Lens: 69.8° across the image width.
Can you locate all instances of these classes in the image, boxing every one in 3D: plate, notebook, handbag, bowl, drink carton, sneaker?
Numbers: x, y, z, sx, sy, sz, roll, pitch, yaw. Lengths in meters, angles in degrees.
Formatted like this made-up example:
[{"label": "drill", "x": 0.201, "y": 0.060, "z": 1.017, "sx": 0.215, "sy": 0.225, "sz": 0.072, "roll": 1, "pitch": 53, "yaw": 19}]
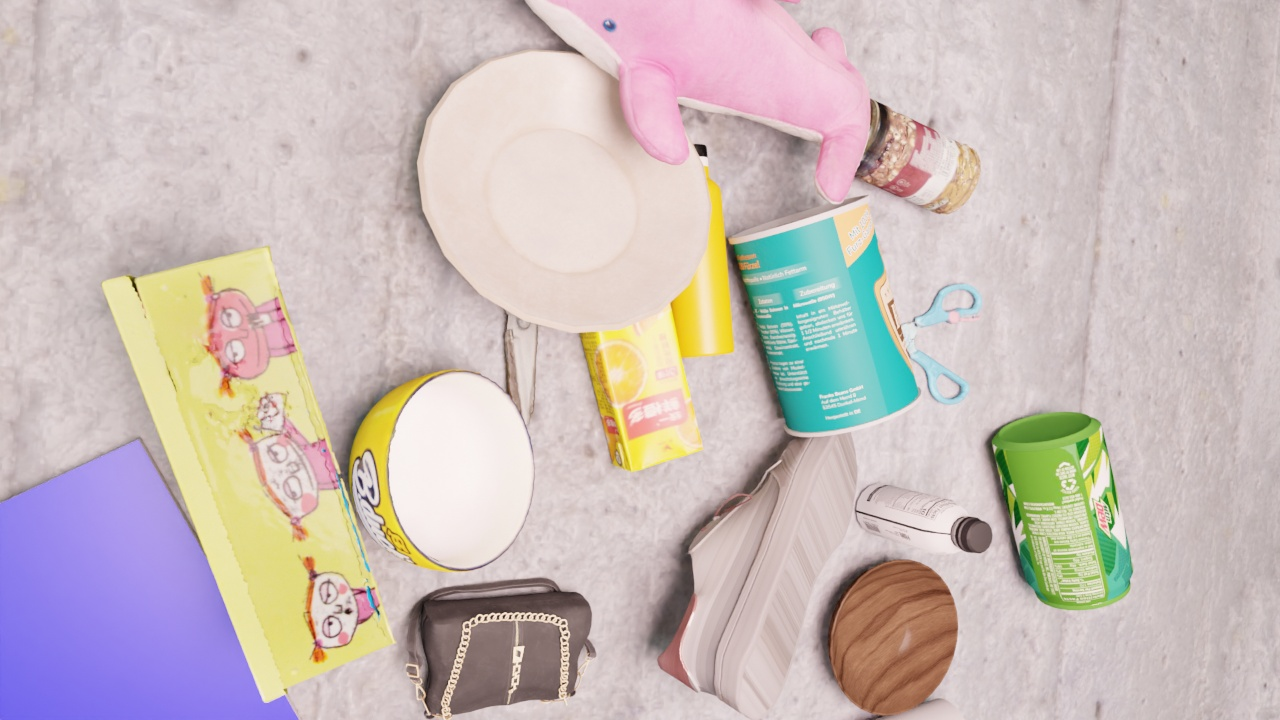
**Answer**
[{"label": "plate", "x": -0.046, "y": -0.105, "z": 0.579, "sx": 0.188, "sy": 0.027, "sz": 0.188, "roll": 6, "pitch": 74, "yaw": -20}, {"label": "notebook", "x": -0.313, "y": 0.176, "z": 0.512, "sx": 0.171, "sy": 0.022, "sz": 0.209, "roll": -28, "pitch": 102, "yaw": -21}, {"label": "handbag", "x": -0.088, "y": 0.190, "z": 0.595, "sx": 0.128, "sy": 0.054, "sz": 0.079, "roll": 2, "pitch": 102, "yaw": -25}, {"label": "bowl", "x": 0.189, "y": 0.211, "z": 0.715, "sx": 0.119, "sy": 0.032, "sz": 0.119, "roll": -1, "pitch": 92, "yaw": -23}, {"label": "drink carton", "x": -0.004, "y": 0.004, "z": 0.623, "sx": 0.058, "sy": 0.043, "sz": 0.134, "roll": -16, "pitch": 97, "yaw": -19}, {"label": "bowl", "x": -0.126, "y": 0.066, "z": 0.550, "sx": 0.117, "sy": 0.068, "sz": 0.117, "roll": 14, "pitch": 73, "yaw": -53}, {"label": "sneaker", "x": 0.080, "y": 0.128, "z": 0.643, "sx": 0.235, "sy": 0.090, "sz": 0.099, "roll": -57, "pitch": 139, "yaw": -35}]

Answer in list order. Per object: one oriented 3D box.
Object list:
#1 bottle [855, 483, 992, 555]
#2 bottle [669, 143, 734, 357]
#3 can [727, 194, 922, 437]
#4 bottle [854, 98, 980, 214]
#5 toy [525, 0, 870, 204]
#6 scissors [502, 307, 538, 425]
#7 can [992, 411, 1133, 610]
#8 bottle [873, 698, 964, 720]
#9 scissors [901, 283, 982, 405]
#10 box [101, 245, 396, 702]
[{"label": "bottle", "x": 0.209, "y": 0.118, "z": 0.674, "sx": 0.041, "sy": 0.116, "sz": 0.041, "roll": -1, "pitch": 92, "yaw": -23}, {"label": "bottle", "x": 0.038, "y": -0.075, "z": 0.636, "sx": 0.043, "sy": 0.043, "sz": 0.143, "roll": -7, "pitch": 94, "yaw": -22}, {"label": "can", "x": 0.130, "y": -0.032, "z": 0.646, "sx": 0.099, "sy": 0.099, "sz": 0.144, "roll": -21, "pitch": 100, "yaw": -21}, {"label": "bottle", "x": 0.199, "y": -0.153, "z": 0.694, "sx": 0.105, "sy": 0.056, "sz": 0.056, "roll": 17, "pitch": 85, "yaw": -22}, {"label": "toy", "x": 0.053, "y": -0.210, "z": 0.567, "sx": 0.265, "sy": 0.128, "sz": 0.186, "roll": 20, "pitch": 58, "yaw": -24}, {"label": "scissors", "x": -0.073, "y": -0.059, "z": 0.606, "sx": 0.139, "sy": 0.015, "sz": 0.189, "roll": -35, "pitch": 105, "yaw": -19}, {"label": "can", "x": 0.345, "y": 0.122, "z": 0.749, "sx": 0.083, "sy": 0.083, "sz": 0.144, "roll": -20, "pitch": 99, "yaw": -21}, {"label": "bottle", "x": 0.157, "y": 0.309, "z": 0.694, "sx": 0.195, "sy": 0.052, "sz": 0.052, "roll": -9, "pitch": 95, "yaw": -22}, {"label": "scissors", "x": 0.224, "y": -0.007, "z": 0.736, "sx": 0.139, "sy": 0.015, "sz": 0.118, "roll": -16, "pitch": 97, "yaw": -15}, {"label": "box", "x": -0.207, "y": 0.056, "z": 0.498, "sx": 0.079, "sy": 0.124, "sz": 0.221, "roll": -17, "pitch": 100, "yaw": -21}]
